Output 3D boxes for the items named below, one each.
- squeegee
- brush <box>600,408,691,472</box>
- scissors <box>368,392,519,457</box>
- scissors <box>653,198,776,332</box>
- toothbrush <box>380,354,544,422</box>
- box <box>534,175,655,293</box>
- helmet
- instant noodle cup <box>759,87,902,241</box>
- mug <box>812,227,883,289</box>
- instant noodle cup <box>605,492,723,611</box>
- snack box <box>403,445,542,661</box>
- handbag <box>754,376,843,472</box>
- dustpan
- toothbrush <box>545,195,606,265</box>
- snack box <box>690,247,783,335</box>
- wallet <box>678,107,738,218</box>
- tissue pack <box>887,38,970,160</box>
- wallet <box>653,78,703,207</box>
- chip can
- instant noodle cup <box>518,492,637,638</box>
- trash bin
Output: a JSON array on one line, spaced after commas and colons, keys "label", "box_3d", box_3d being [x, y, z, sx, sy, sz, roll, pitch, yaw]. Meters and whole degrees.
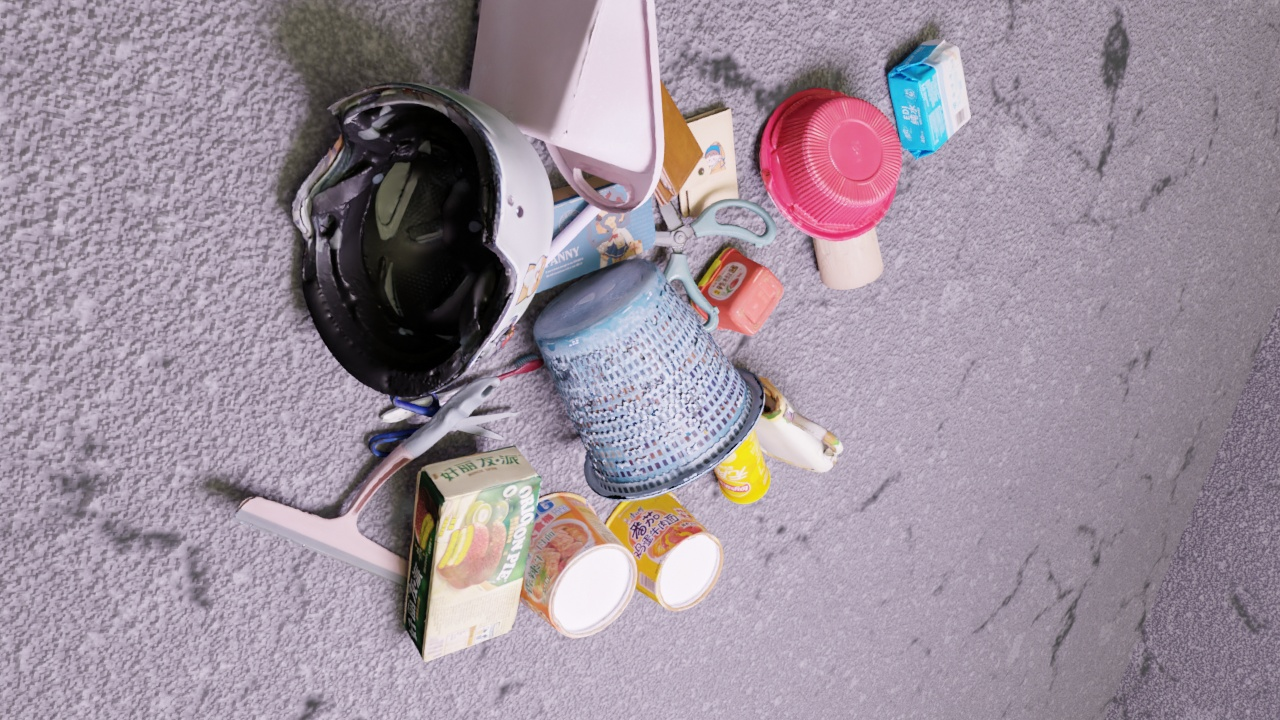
[{"label": "squeegee", "box_3d": [-0.238, 0.101, 0.936, 0.249, 0.040, 0.247, -45, 141, -1]}, {"label": "brush", "box_3d": [0.011, 0.098, 1.134, 0.143, 0.055, 0.074, -32, 128, -23]}, {"label": "scissors", "box_3d": [-0.211, 0.071, 0.973, 0.157, 0.012, 0.165, -37, 141, -6]}, {"label": "scissors", "box_3d": [0.085, -0.126, 1.068, 0.179, 0.019, 0.170, -24, 98, -5]}, {"label": "toothbrush", "box_3d": [-0.188, 0.028, 0.980, 0.187, 0.017, 0.016, -21, 138, -26]}, {"label": "box", "box_3d": [-0.073, -0.138, 0.969, 0.183, 0.059, 0.090, -28, 123, -28]}, {"label": "helmet", "box_3d": [-0.173, -0.112, 0.813, 0.156, 0.230, 0.275, -33, 154, -52]}, {"label": "instant noodle cup", "box_3d": [0.244, -0.245, 1.108, 0.193, 0.066, 0.193, 2, 84, -19]}, {"label": "mug", "box_3d": [0.278, -0.171, 1.219, 0.124, 0.084, 0.104, -53, 134, -40]}, {"label": "instant noodle cup", "box_3d": [0.032, 0.247, 1.179, 0.137, 0.110, 0.138, -15, 116, -33]}, {"label": "snack box", "box_3d": [-0.185, 0.211, 0.994, 0.114, 0.063, 0.241, -11, 129, -34]}, {"label": "handbag", "box_3d": [0.201, 0.086, 1.196, 0.163, 0.179, 0.063, 42, 76, -39]}, {"label": "dustpan", "box_3d": [-0.050, -0.278, 0.829, 0.138, 0.222, 0.274, 3, 112, -40]}, {"label": "toothbrush", "box_3d": [-0.097, -0.097, 0.919, 0.021, 0.029, 0.189, 42, 79, -2]}, {"label": "snack box", "box_3d": [0.123, -0.080, 1.129, 0.082, 0.080, 0.091, 40, 82, -42]}, {"label": "wallet", "box_3d": [0.075, -0.227, 1.068, 0.087, 0.024, 0.115, -24, 124, -25]}, {"label": "tissue pack", "box_3d": [0.383, -0.349, 1.225, 0.089, 0.063, 0.140, -42, 130, -18]}, {"label": "wallet", "box_3d": [0.012, -0.240, 0.966, 0.131, 0.035, 0.118, 55, 46, -27]}, {"label": "chip can", "box_3d": [0.117, 0.108, 1.172, 0.072, 0.072, 0.213, -45, 147, -14]}, {"label": "instant noodle cup", "box_3d": [-0.083, 0.248, 1.090, 0.151, 0.111, 0.151, -15, 117, -32]}, {"label": "trash bin", "box_3d": [-0.006, 0.006, 0.998, 0.226, 0.227, 0.195, -39, 115, -19]}]
